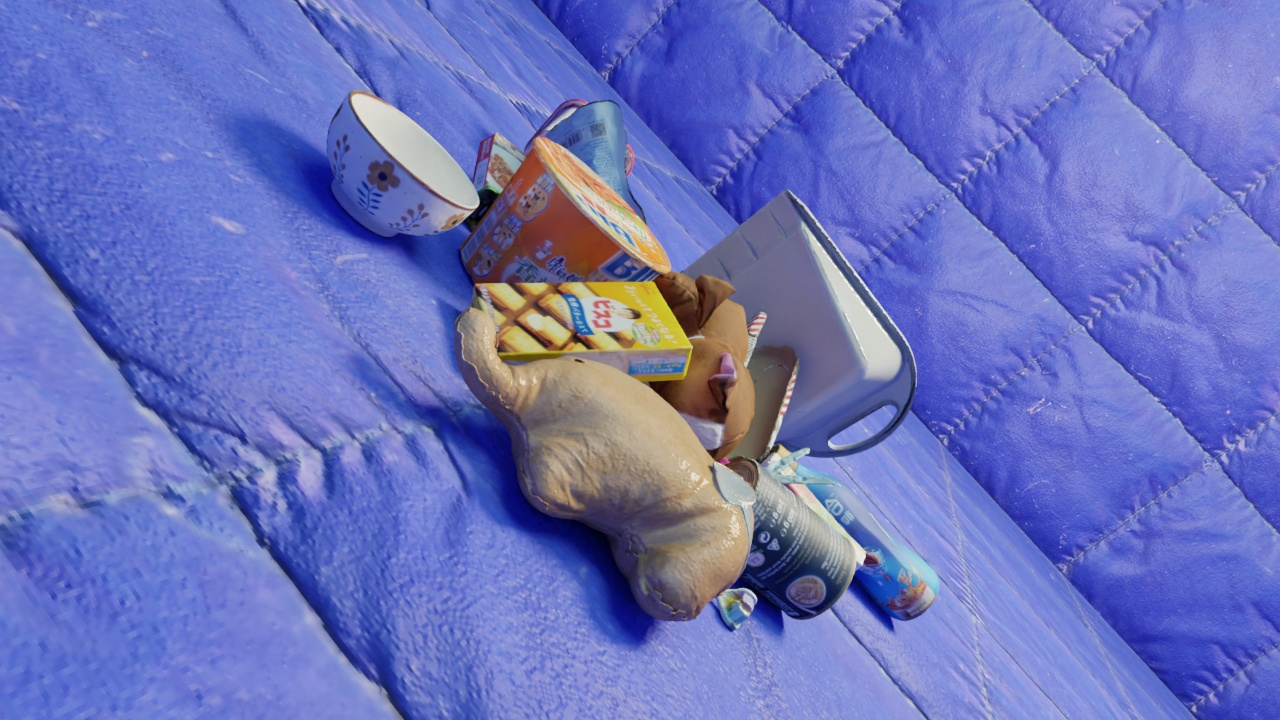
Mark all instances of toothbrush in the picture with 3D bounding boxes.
[{"bbox_3d":[0.005,0.106,0.617,0.189,0.029,0.020,45,-27,-2],"label":"toothbrush"}]

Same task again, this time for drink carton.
[{"bbox_3d":[0.139,0.146,0.812,0.122,0.054,0.045,48,19,7],"label":"drink carton"}]

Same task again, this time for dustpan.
[{"bbox_3d":[0.171,-0.012,1.011,0.142,0.223,0.257,-3,61,-55],"label":"dustpan"}]

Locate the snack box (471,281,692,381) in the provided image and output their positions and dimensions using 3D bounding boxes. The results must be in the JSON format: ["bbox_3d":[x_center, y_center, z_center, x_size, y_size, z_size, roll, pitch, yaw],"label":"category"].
[{"bbox_3d":[-0.043,-0.020,0.646,0.140,0.034,0.087,-1,37,-21],"label":"snack box"}]

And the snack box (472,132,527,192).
[{"bbox_3d":[-0.103,-0.155,0.921,0.153,0.026,0.075,33,51,-40],"label":"snack box"}]

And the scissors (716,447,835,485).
[{"bbox_3d":[0.100,0.104,0.765,0.134,0.017,0.113,5,36,-5],"label":"scissors"}]

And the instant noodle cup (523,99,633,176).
[{"bbox_3d":[-0.087,-0.231,1.082,0.116,0.117,0.124,45,27,-6],"label":"instant noodle cup"}]

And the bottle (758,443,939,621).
[{"bbox_3d":[0.203,0.166,0.911,0.218,0.065,0.065,45,15,-8],"label":"bottle"}]

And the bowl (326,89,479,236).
[{"bbox_3d":[-0.176,-0.128,0.645,0.113,0.062,0.113,44,16,-16],"label":"bowl"}]

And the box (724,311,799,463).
[{"bbox_3d":[0.097,0.021,0.878,0.162,0.076,0.088,-62,142,-37],"label":"box"}]

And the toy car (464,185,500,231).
[{"bbox_3d":[-0.115,-0.118,0.821,0.091,0.043,0.036,40,16,-23],"label":"toy car"}]

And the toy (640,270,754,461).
[{"bbox_3d":[0.036,0.010,0.736,0.130,0.140,0.199,4,33,-9],"label":"toy"}]

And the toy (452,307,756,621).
[{"bbox_3d":[-0.024,0.053,0.554,0.226,0.083,0.143,44,21,-4],"label":"toy"}]

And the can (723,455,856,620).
[{"bbox_3d":[0.097,0.133,0.689,0.111,0.075,0.075,41,16,-19],"label":"can"}]

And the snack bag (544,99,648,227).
[{"bbox_3d":[-0.045,-0.143,0.859,0.038,0.110,0.190,21,51,-56],"label":"snack bag"}]

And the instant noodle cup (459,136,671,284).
[{"bbox_3d":[-0.066,-0.090,0.748,0.151,0.111,0.151,42,16,-15],"label":"instant noodle cup"}]
